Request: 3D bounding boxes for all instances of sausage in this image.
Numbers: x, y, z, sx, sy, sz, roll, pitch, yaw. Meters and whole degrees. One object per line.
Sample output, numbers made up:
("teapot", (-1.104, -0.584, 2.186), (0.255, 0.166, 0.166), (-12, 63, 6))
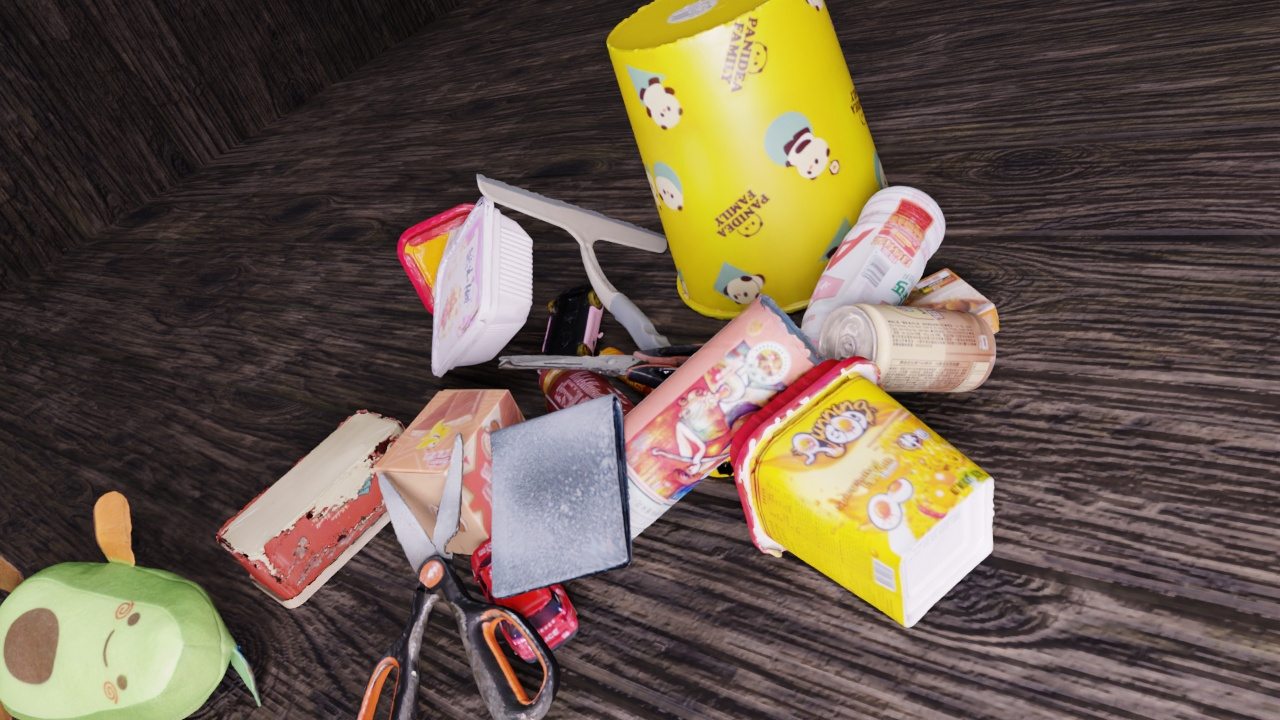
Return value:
("sausage", (0.004, 0.018, 0.799), (0.021, 0.021, 0.165), (-35, 32, -15))

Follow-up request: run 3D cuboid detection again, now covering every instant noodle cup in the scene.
("instant noodle cup", (0.133, 0.079, 0.542), (0.116, 0.116, 0.124), (-36, 44, -18))
("instant noodle cup", (-0.158, -0.067, 0.923), (0.174, 0.060, 0.137), (-36, 50, 54))
("instant noodle cup", (-0.214, -0.125, 1.092), (0.116, 0.116, 0.124), (-24, 19, 2))

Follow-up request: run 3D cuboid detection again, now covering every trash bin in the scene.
("trash bin", (0.100, -0.205, 0.840), (0.230, 0.255, 0.229), (-18, 33, 12))

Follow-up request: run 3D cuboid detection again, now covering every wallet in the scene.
("wallet", (-0.053, 0.085, 0.586), (0.097, 0.019, 0.120), (-19, 54, 20))

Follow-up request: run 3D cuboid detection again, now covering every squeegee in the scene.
("squeegee", (-0.020, -0.062, 0.872), (0.039, 0.246, 0.246), (-54, 48, 25))

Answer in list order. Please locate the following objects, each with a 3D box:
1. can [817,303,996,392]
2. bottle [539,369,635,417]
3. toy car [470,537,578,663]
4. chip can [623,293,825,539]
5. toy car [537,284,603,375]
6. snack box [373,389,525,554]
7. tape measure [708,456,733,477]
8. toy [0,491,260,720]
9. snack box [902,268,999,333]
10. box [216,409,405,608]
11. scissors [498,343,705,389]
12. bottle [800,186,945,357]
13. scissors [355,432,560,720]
("can", (0.183, -0.008, 0.626), (0.116, 0.058, 0.058), (2, 18, -30))
("bottle", (-0.036, 0.046, 0.750), (0.057, 0.057, 0.175), (-32, 32, -12))
("toy car", (-0.083, 0.155, 0.636), (0.053, 0.045, 0.120), (-31, 30, -13))
("chip can", (0.025, 0.050, 0.617), (0.215, 0.071, 0.071), (-43, 29, 14))
("toy car", (-0.066, -0.025, 0.902), (0.056, 0.037, 0.122), (-13, 46, 24))
("snack box", (-0.136, 0.087, 0.725), (0.077, 0.093, 0.094), (-2, 38, 33))
("tape measure", (0.064, 0.059, 0.688), (0.057, 0.029, 0.060), (-28, 31, -3))
("toy", (-0.398, 0.210, 0.670), (0.247, 0.227, 0.090), (-6, -8, 18))
("snack box", (0.190, -0.017, 0.715), (0.154, 0.026, 0.075), (-25, 31, 0))
("box", (-0.272, 0.117, 0.790), (0.091, 0.079, 0.167), (10, 46, 44))
("scissors", (-0.006, 0.010, 0.743), (0.205, 0.015, 0.195), (-17, 33, -32))
("bottle", (0.169, -0.052, 0.698), (0.068, 0.068, 0.196), (5, 46, 40))
("scissors", (-0.136, 0.163, 0.598), (0.221, 0.021, 0.224), (26, 80, 35))
